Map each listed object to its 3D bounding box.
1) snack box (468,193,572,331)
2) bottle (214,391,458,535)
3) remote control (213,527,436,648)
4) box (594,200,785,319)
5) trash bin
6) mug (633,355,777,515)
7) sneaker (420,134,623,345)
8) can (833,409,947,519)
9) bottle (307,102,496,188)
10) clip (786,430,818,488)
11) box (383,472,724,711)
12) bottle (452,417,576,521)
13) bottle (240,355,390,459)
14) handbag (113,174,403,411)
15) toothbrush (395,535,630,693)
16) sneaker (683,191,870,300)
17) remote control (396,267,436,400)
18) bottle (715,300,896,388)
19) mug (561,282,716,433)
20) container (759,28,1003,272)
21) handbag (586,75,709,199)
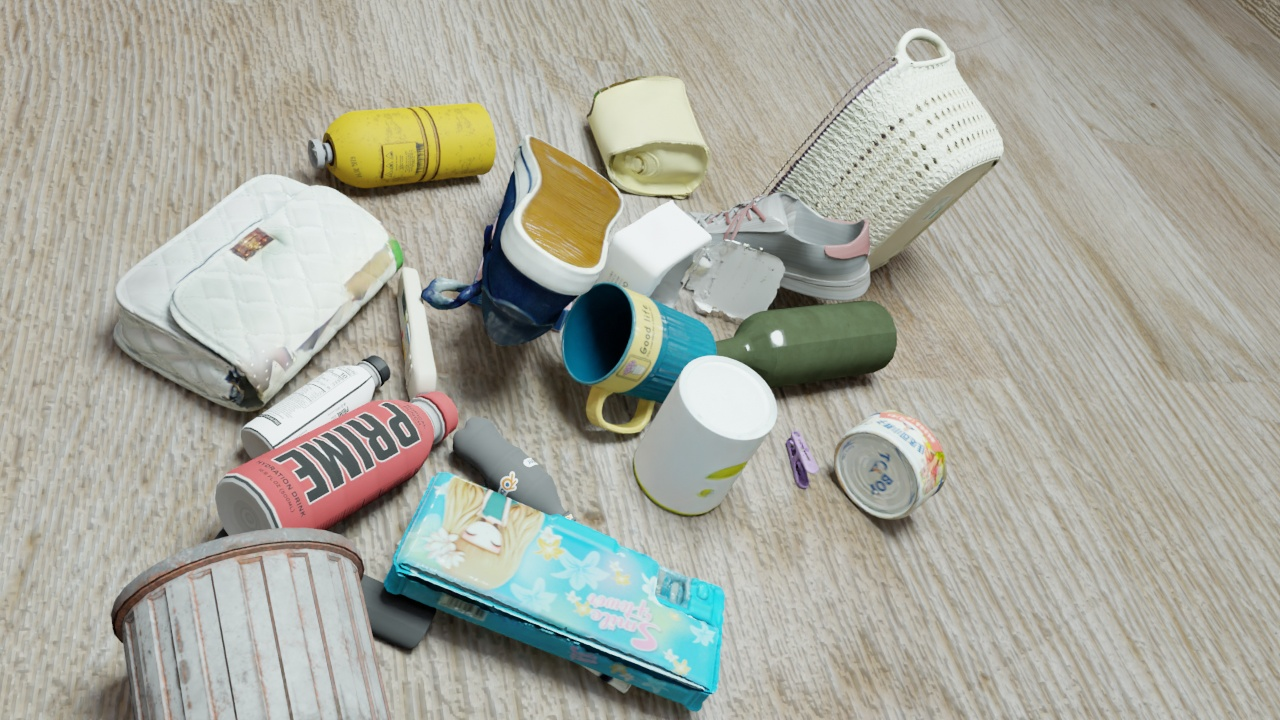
[{"bbox_3d":[-0.097,-0.101,0.849,0.088,0.033,0.153,18,46,-9],"label":"snack box"},{"bbox_3d":[-0.195,0.068,0.627,0.062,0.062,0.176,40,37,13],"label":"bottle"},{"bbox_3d":[-0.205,0.144,0.595,0.147,0.015,0.033,25,45,-1],"label":"remote control"},{"bbox_3d":[0.037,-0.080,0.841,0.188,0.112,0.101,-14,60,-34],"label":"box"},{"bbox_3d":[-0.191,0.196,0.476,0.130,0.131,0.211,-7,56,-29],"label":"trash bin"},{"bbox_3d":[0.049,0.060,0.720,0.082,0.106,0.082,12,47,-13],"label":"mug"},{"bbox_3d":[-0.094,-0.101,0.778,0.120,0.127,0.294,28,27,-16],"label":"sneaker"},{"bbox_3d":[0.211,0.089,0.780,0.043,0.086,0.086,-28,66,-38],"label":"can"},{"bbox_3d":[-0.223,-0.200,0.855,0.163,0.071,0.071,-15,58,-34],"label":"bottle"},{"bbox_3d":[0.140,0.084,0.797,0.013,0.033,0.051,5,48,-19],"label":"clip"},{"bbox_3d":[-0.051,0.154,0.624,0.227,0.040,0.094,24,36,-7],"label":"box"},{"bbox_3d":[-0.092,0.087,0.681,0.110,0.036,0.036,40,47,13],"label":"bottle"},{"bbox_3d":[-0.229,0.034,0.665,0.041,0.041,0.115,37,46,10],"label":"bottle"},{"bbox_3d":[-0.288,-0.060,0.700,0.139,0.073,0.194,28,45,0],"label":"handbag"},{"bbox_3d":[-0.087,0.172,0.624,0.187,0.012,0.017,32,38,5],"label":"toothbrush"},{"bbox_3d":[0.112,-0.127,0.892,0.236,0.090,0.099,10,37,8],"label":"sneaker"},{"bbox_3d":[-0.182,-0.020,0.736,0.018,0.038,0.125,1,51,-24],"label":"remote control"},{"bbox_3d":[0.141,-0.013,0.850,0.206,0.072,0.071,-7,54,-29],"label":"bottle"},{"bbox_3d":[-0.004,0.004,0.756,0.083,0.113,0.107,14,-3,44],"label":"mug"},{"bbox_3d":[0.246,-0.196,0.950,0.184,0.252,0.143,-26,75,-42],"label":"container"},{"bbox_3d":[0.006,-0.244,0.995,0.111,0.081,0.119,-3,53,-17],"label":"handbag"}]
